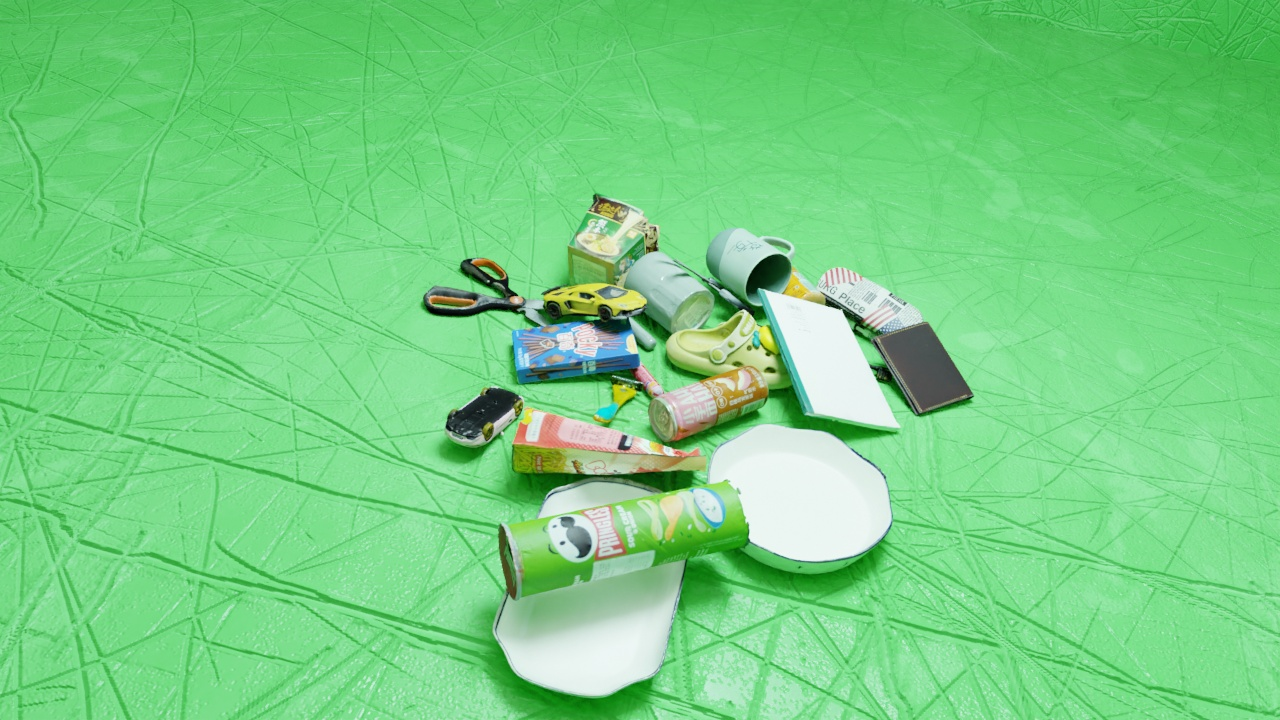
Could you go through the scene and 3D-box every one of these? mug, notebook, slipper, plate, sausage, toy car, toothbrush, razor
[{"bbox_3d":[0.025,-0.077,1.266,0.123,0.084,0.103,-40,54,-12],"label":"mug"},{"bbox_3d":[0.238,-0.003,1.177,0.150,0.012,0.208,12,44,-29],"label":"notebook"},{"bbox_3d":[0.128,-0.019,1.194,0.190,0.082,0.091,9,36,7],"label":"slipper"},{"bbox_3d":[-0.041,0.218,0.897,0.162,0.034,0.265,11,38,6],"label":"plate"},{"bbox_3d":[0.171,0.153,1.009,0.205,0.046,0.204,5,37,-4],"label":"plate"},{"bbox_3d":[0.162,-0.144,1.311,0.111,0.082,0.106,-32,42,-14],"label":"mug"},{"bbox_3d":[-0.007,0.007,1.188,0.020,0.020,0.156,-13,41,-24],"label":"sausage"},{"bbox_3d":[-0.060,-0.079,1.218,0.156,0.041,0.071,8,22,36],"label":"toy car"},{"bbox_3d":[0.240,-0.011,1.250,0.213,0.026,0.027,18,68,12],"label":"toothbrush"},{"bbox_3d":[-0.033,0.052,1.099,0.043,0.028,0.132,17,21,9],"label":"razor"},{"bbox_3d":[-0.181,0.068,1.070,0.056,0.037,0.122,22,27,14],"label":"toy car"}]

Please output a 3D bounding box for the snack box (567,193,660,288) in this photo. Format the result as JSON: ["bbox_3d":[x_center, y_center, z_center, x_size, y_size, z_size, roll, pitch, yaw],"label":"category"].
[{"bbox_3d":[-0.048,-0.154,1.324,0.117,0.118,0.105,24,51,20],"label":"snack box"}]

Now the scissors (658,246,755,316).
[{"bbox_3d":[0.094,-0.109,1.285,0.159,0.014,0.171,36,10,4],"label":"scissors"}]

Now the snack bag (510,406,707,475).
[{"bbox_3d":[-0.033,0.099,1.013,0.208,0.073,0.128,7,-2,1],"label":"snack bag"}]

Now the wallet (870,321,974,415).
[{"bbox_3d":[0.375,0.009,1.218,0.096,0.020,0.122,-16,64,-20],"label":"wallet"}]

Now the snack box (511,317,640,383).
[{"bbox_3d":[-0.084,-0.015,1.182,0.157,0.026,0.084,-8,39,-6],"label":"snack box"}]

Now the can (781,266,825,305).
[{"bbox_3d":[0.208,-0.113,1.346,0.058,0.058,0.146,-12,42,-24],"label":"can"}]

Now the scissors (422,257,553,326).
[{"bbox_3d":[-0.191,-0.092,1.283,0.220,0.022,0.223,-6,39,-16],"label":"scissors"}]

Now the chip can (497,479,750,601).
[{"bbox_3d":[-0.014,0.169,0.877,0.235,0.072,0.072,-8,40,-19],"label":"chip can"}]

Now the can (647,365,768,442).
[{"bbox_3d":[0.084,0.051,1.114,0.147,0.058,0.058,-18,44,-29],"label":"can"}]

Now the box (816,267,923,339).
[{"bbox_3d":[0.323,-0.078,1.303,0.163,0.079,0.074,38,50,25],"label":"box"}]
